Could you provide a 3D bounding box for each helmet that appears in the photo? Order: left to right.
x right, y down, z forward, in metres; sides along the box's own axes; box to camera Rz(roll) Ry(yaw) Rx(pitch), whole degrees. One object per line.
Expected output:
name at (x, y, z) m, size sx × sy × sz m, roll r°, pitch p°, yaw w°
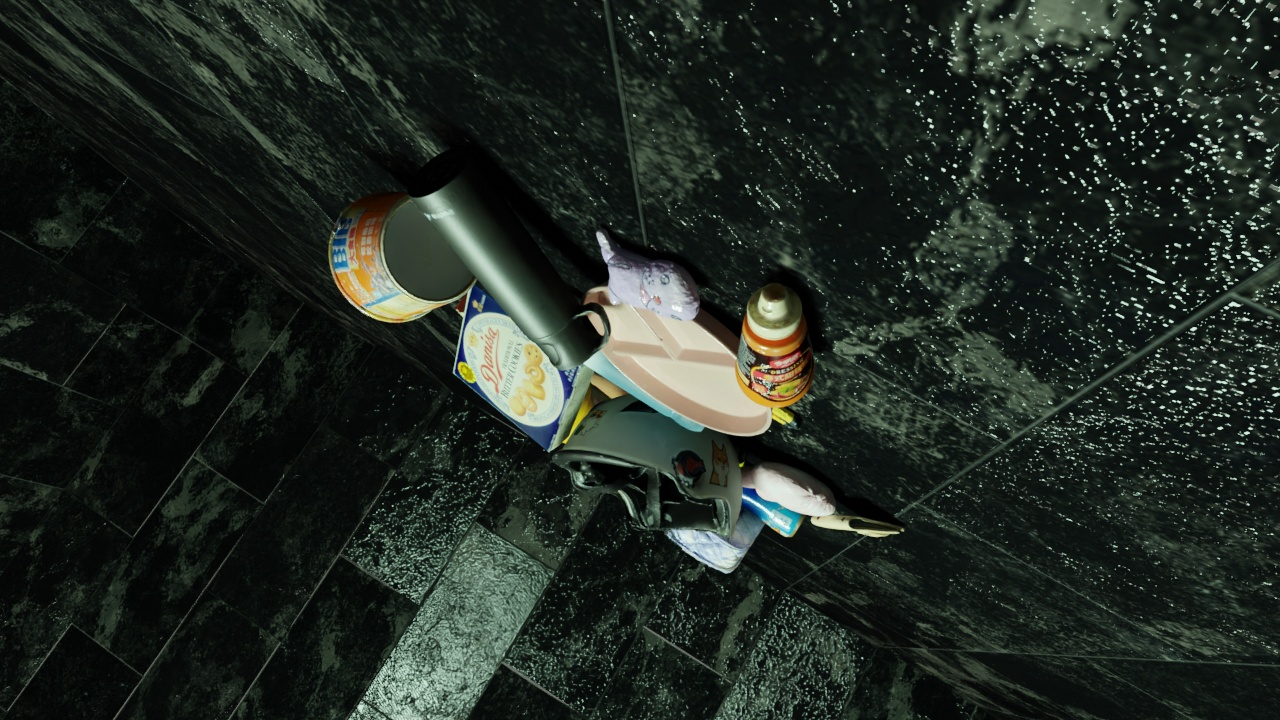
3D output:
helmet at (0.027, 0.127, 1.236) m, size 0.274 × 0.156 × 0.231 m, roll 39°, pitch 152°, yaw -30°

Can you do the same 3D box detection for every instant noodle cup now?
instant noodle cup at (-0.250, -0.119, 1.009) m, size 0.151 × 0.151 × 0.112 m, roll 39°, pitch 158°, yaw -31°
instant noodle cup at (-0.080, 0.100, 1.516) m, size 0.114 × 0.118 × 0.119 m, roll 29°, pitch 170°, yaw -22°

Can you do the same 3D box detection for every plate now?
plate at (0.039, -0.004, 0.933) m, size 0.229 × 0.028 × 0.230 m, roll 31°, pitch 158°, yaw 14°

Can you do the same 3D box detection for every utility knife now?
utility knife at (0.099, 0.026, 1.002) m, size 0.181 × 0.015 × 0.033 m, roll 32°, pitch 165°, yaw -1°

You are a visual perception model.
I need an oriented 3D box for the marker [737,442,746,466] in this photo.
marker at (0.144, 0.137, 1.321) m, size 0.015 × 0.018 × 0.124 m, roll 24°, pitch 166°, yaw 11°

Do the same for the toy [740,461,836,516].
toy at (0.192, 0.172, 1.247) m, size 0.121 × 0.054 × 0.160 m, roll 33°, pitch 164°, yaw -25°

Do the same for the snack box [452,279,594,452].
snack box at (-0.152, 0.003, 1.177) m, size 0.182 × 0.045 × 0.178 m, roll 37°, pitch 138°, yaw 13°

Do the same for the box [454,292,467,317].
box at (-0.171, -0.041, 1.261) m, size 0.168 × 0.075 × 0.091 m, roll 26°, pitch 165°, yaw 28°

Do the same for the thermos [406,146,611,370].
thermos at (-0.112, -0.092, 0.876) m, size 0.090 × 0.068 × 0.242 m, roll -14°, pitch 134°, yaw 27°

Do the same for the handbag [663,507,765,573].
handbag at (0.126, 0.241, 1.442) m, size 0.134 × 0.076 × 0.193 m, roll 31°, pitch -156°, yaw 12°

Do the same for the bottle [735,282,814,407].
bottle at (0.106, -0.016, 0.728) m, size 0.067 × 0.066 × 0.150 m, roll 27°, pitch 160°, yaw 20°

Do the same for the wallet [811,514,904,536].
wallet at (0.290, 0.220, 1.222) m, size 0.087 × 0.024 × 0.115 m, roll 8°, pitch 169°, yaw -12°

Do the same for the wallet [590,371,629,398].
wallet at (-0.005, 0.060, 1.362) m, size 0.132 × 0.031 × 0.108 m, roll 19°, pitch 160°, yaw 51°

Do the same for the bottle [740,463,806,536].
bottle at (0.149, 0.189, 1.400) m, size 0.219 × 0.065 × 0.065 m, roll 30°, pitch 168°, yaw 10°

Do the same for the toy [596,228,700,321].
toy at (0.008, -0.069, 0.800) m, size 0.108 × 0.038 × 0.084 m, roll 25°, pitch 144°, yaw 36°

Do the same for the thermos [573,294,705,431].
thermos at (-0.006, 0.006, 1.069) m, size 0.220 × 0.070 × 0.070 m, roll 33°, pitch 168°, yaw -4°
